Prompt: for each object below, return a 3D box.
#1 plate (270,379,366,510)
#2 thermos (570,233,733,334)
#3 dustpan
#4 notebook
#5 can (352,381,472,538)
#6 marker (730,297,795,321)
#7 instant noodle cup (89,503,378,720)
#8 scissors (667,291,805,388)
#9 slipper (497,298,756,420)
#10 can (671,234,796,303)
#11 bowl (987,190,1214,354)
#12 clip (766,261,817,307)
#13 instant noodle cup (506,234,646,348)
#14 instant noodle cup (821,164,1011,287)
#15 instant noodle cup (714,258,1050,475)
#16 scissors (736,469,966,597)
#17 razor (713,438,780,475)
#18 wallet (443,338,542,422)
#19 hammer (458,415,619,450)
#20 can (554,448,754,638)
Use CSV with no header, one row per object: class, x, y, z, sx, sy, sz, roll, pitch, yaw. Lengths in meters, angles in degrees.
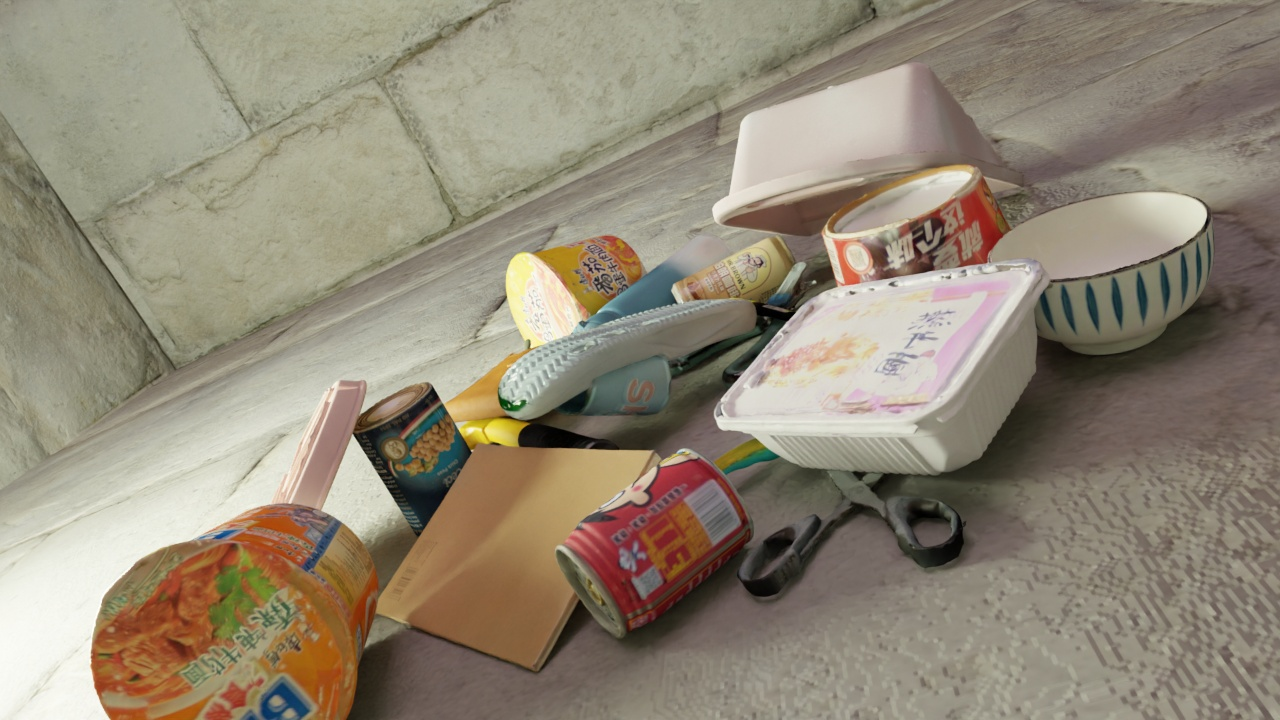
plate,-0.277,0.116,0.729,0.230,0.028,0.229,-52,23,33
thermos,0.016,-0.055,0.934,0.070,0.070,0.219,-8,25,46
dustpan,0.185,-0.134,0.786,0.223,0.273,0.138,-11,60,35
notebook,-0.092,0.120,0.618,0.212,0.012,0.149,-5,46,50
can,-0.179,0.081,0.754,0.075,0.111,0.075,-24,18,8
marker,0.109,-0.041,0.789,0.018,0.015,0.124,5,8,-24
instant noodle cup,-0.236,0.162,0.568,0.151,0.151,0.111,-26,9,4
scissors,0.086,-0.018,0.810,0.181,0.019,0.169,-13,24,40
slipper,-0.004,0.004,0.741,0.244,0.074,0.104,-20,13,-32
can,0.092,-0.071,0.883,0.116,0.058,0.058,-26,18,3
bowl,0.270,-0.045,0.535,0.116,0.066,0.116,-20,22,8
clip,0.136,-0.063,0.822,0.024,0.027,0.056,-1,37,51
instant noodle cup,-0.061,-0.068,0.990,0.109,0.138,0.138,-27,15,-32
instant noodle cup,0.194,-0.062,0.627,0.138,0.108,0.137,-24,18,8
instant noodle cup,0.142,0.011,0.529,0.137,0.060,0.174,-46,23,-28
scissors,0.123,0.074,0.506,0.180,0.014,0.160,-35,19,-28
razor,0.056,0.075,0.582,0.132,0.028,0.043,-31,14,-18
wallet,-0.112,0.017,0.868,0.131,0.035,0.118,-12,28,47
hammer,-0.090,0.067,0.780,0.128,0.033,0.301,-34,16,-20
can,0.007,0.100,0.507,0.093,0.066,0.067,-34,19,-21
